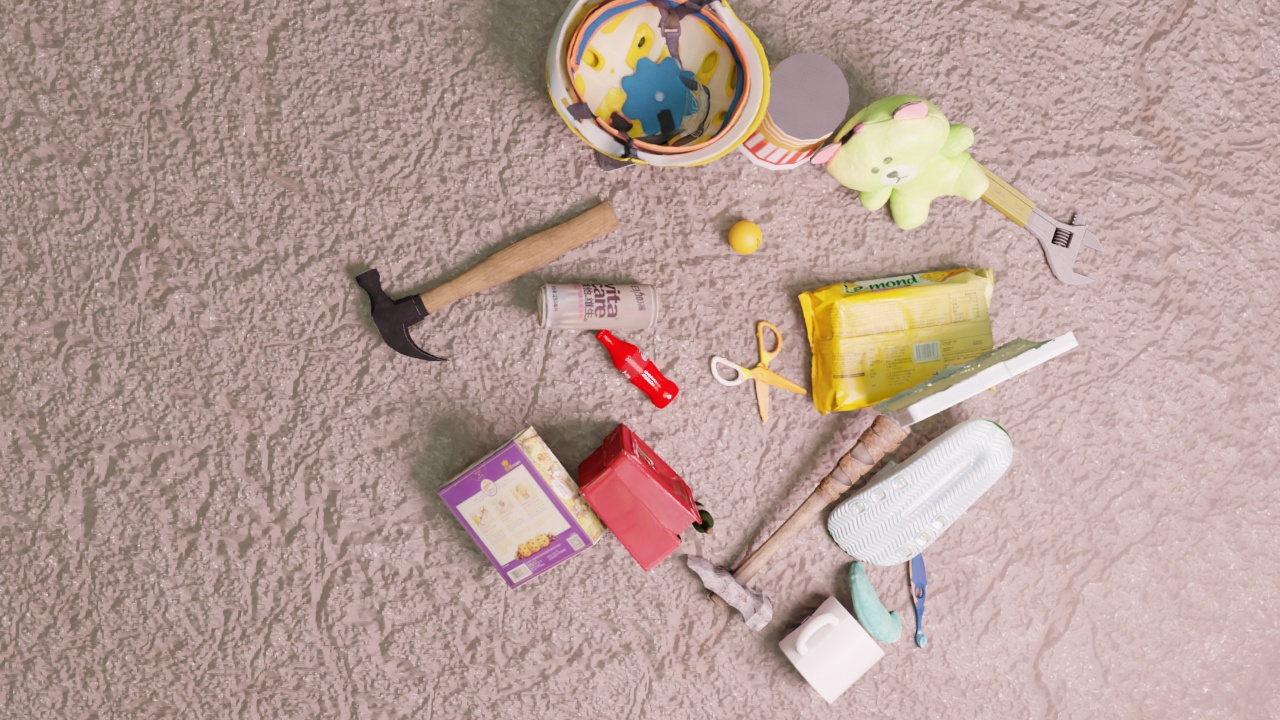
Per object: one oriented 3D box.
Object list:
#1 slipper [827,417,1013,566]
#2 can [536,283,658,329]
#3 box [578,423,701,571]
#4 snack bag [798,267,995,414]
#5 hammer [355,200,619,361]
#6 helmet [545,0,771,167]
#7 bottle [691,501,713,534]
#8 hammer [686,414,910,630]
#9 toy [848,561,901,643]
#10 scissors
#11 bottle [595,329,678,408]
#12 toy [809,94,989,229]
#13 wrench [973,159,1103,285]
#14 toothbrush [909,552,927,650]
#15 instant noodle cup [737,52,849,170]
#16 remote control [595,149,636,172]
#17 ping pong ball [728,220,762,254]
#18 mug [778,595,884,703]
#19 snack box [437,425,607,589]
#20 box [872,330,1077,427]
[{"bbox_3d":[0.343,0.159,1.122,0.246,0.074,0.104,-42,89,15],"label":"slipper"},{"bbox_3d":[-0.051,-0.063,1.071,0.135,0.054,0.054,-1,94,-14],"label":"can"},{"bbox_3d":[-0.006,0.153,1.051,0.092,0.157,0.129,-41,96,4],"label":"box"},{"bbox_3d":[0.318,-0.022,1.113,0.247,0.068,0.159,-8,97,-5],"label":"snack bag"},{"bbox_3d":[-0.165,-0.102,1.077,0.305,0.040,0.132,-26,93,-4],"label":"hammer"},{"bbox_3d":[0.017,-0.310,1.023,0.240,0.139,0.209,26,92,-5],"label":"helmet"},{"bbox_3d":[0.073,0.189,1.086,0.025,0.106,0.025,0,94,-6],"label":"bottle"},{"bbox_3d":[0.197,0.182,1.103,0.121,0.049,0.319,42,100,-2],"label":"hammer"},{"bbox_3d":[0.289,0.307,1.133,0.033,0.084,0.105,-32,100,26],"label":"toy"},{"bbox_3d":[0.142,0.016,1.127,0.128,0.011,0.125,-6,94,-4],"label":"scissors"},{"bbox_3d":[-0.006,0.006,1.099,0.119,0.036,0.036,44,89,-7],"label":"bottle"},{"bbox_3d":[0.300,-0.238,1.055,0.150,0.107,0.196,-27,137,31],"label":"toy"},{"bbox_3d":[0.464,-0.188,1.140,0.273,0.018,0.083,32,91,-7],"label":"wrench"},{"bbox_3d":[0.355,0.303,1.168,0.021,0.017,0.135,-5,95,-8],"label":"toothbrush"},{"bbox_3d":[0.174,-0.289,1.051,0.123,0.121,0.123,0,94,-6],"label":"instant noodle cup"},{"bbox_3d":[0.019,-0.265,1.094,0.146,0.008,0.045,-17,96,-4],"label":"remote control"},{"bbox_3d":[0.125,-0.147,1.098,0.040,0.040,0.040,0,94,-6],"label":"ping pong ball"},{"bbox_3d":[0.226,0.344,1.111,0.090,0.091,0.121,-42,134,-2],"label":"mug"},{"bbox_3d":[-0.135,0.168,1.033,0.144,0.040,0.148,-34,95,32],"label":"snack box"},{"bbox_3d":[0.367,0.021,1.019,0.197,0.134,0.041,-24,86,-4],"label":"box"}]
